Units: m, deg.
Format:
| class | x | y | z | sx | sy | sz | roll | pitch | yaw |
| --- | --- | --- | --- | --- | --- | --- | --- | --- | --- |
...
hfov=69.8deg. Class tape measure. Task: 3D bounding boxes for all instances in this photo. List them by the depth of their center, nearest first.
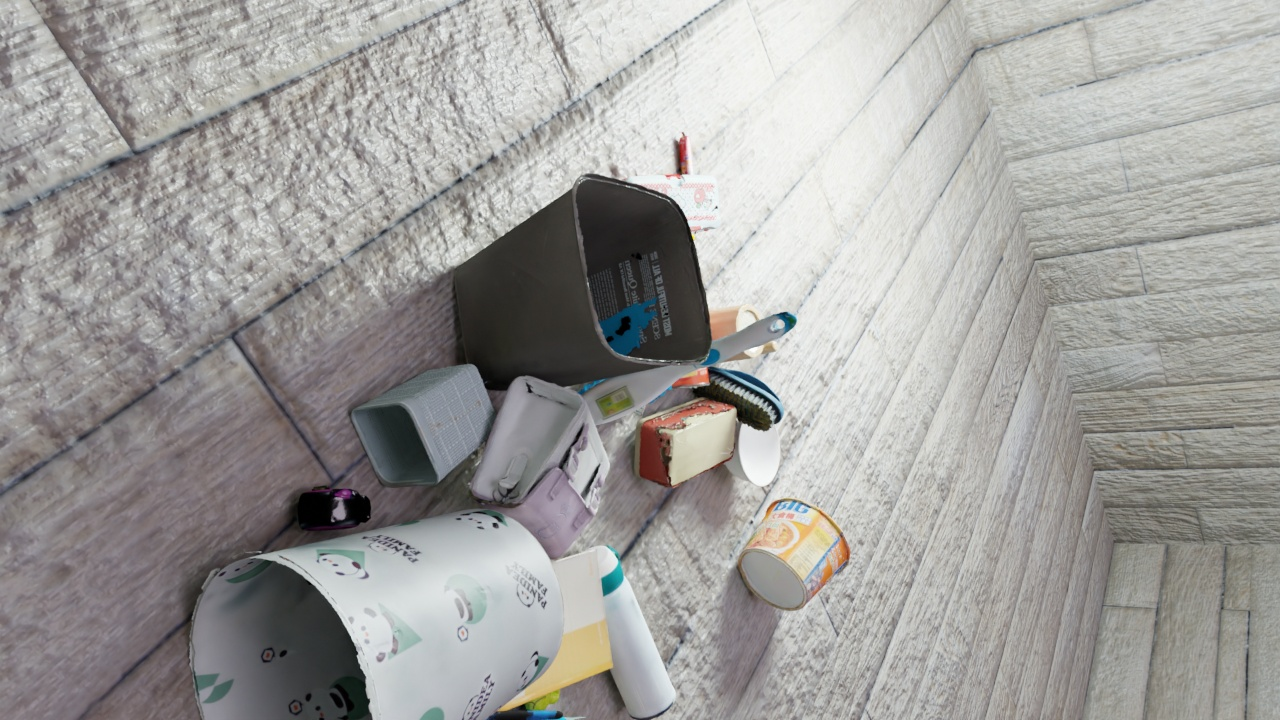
| class | x | y | z | sx | sy | sz | roll | pitch | yaw |
| --- | --- | --- | --- | --- | --- | --- | --- | --- | --- |
| tape measure | -0.287 | 0.137 | 0.851 | 0.057 | 0.057 | 0.039 | 20 | 63 | -64 |

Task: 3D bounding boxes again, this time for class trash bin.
| class | x | y | z | sx | sy | sz | roll | pitch | yaw |
| --- | --- | --- | --- | --- | --- | --- | --- | --- | --- |
| trash bin | -0.213 | 0.248 | 0.807 | 0.251 | 0.230 | 0.229 | -9 | 92 | -57 |
| trash bin | -0.070 | -0.065 | 1.008 | 0.198 | 0.220 | 0.199 | 3 | 73 | -50 |

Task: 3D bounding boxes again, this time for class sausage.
| class | x | y | z | sx | sy | sz | roll | pitch | yaw |
| --- | --- | --- | --- | --- | --- | --- | --- | --- | --- |
| sausage | 0.074 | -0.270 | 1.395 | 0.020 | 0.020 | 0.156 | -8 | 92 | -51 |

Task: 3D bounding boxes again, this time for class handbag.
| class | x | y | z | sx | sy | sz | roll | pitch | yaw |
| --- | --- | --- | --- | --- | --- | --- | --- | --- | --- |
| handbag | -0.102 | 0.125 | 1.000 | 0.144 | 0.098 | 0.197 | -63 | 161 | -21 |

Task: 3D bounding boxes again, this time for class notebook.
| class | x | y | z | sx | sy | sz | roll | pitch | yaw |
| --- | --- | --- | --- | --- | --- | --- | --- | --- | --- |
| notebook | -0.125 | 0.306 | 1.025 | 0.205 | 0.010 | 0.146 | -9 | 92 | -36 |

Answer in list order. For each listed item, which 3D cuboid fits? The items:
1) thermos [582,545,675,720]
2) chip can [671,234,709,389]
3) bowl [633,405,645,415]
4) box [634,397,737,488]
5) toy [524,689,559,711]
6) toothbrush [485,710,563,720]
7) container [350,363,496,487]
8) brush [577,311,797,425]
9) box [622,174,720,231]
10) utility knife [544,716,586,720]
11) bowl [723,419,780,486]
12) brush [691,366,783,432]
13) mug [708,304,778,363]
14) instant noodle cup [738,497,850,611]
| class | x | y | z | sx | sy | sz | roll | pitch | yaw |
| --- | --- | --- | --- | --- | --- | --- | --- | --- | --- |
| thermos | -0.022 | 0.337 | 1.145 | 0.073 | 0.073 | 0.224 | -39 | 114 | -47 |
| chip can | 0.051 | -0.068 | 1.295 | 0.073 | 0.073 | 0.216 | -5 | 89 | -51 |
| bowl | -0.007 | 0.007 | 1.198 | 0.066 | 0.117 | 0.116 | 21 | 59 | 1 |
| box | 0.072 | 0.111 | 1.271 | 0.168 | 0.077 | 0.091 | -17 | 114 | -50 |
| toy | -0.113 | 0.351 | 1.058 | 0.099 | 0.031 | 0.097 | -53 | 124 | -35 |
| toothbrush | -0.160 | 0.381 | 0.978 | 0.189 | 0.016 | 0.014 | 15 | 89 | -36 |
| container | -0.213 | 0.063 | 0.933 | 0.111 | 0.090 | 0.090 | -39 | 115 | -50 |
| brush | 0.043 | 0.009 | 1.068 | 0.060 | 0.315 | 0.109 | 64 | 19 | -3 |
| box | 0.045 | -0.222 | 1.314 | 0.200 | 0.048 | 0.087 | -13 | 95 | -45 |
| utility knife | -0.122 | 0.414 | 1.038 | 0.185 | 0.034 | 0.018 | 19 | 61 | -51 |
| bowl | 0.156 | 0.134 | 1.399 | 0.118 | 0.065 | 0.118 | 12 | 74 | -50 |
| brush | 0.148 | 0.049 | 1.350 | 0.073 | 0.144 | 0.055 | -40 | 146 | -40 |
| mug | 0.131 | -0.031 | 1.362 | 0.124 | 0.104 | 0.084 | 27 | 64 | -46 |
| instant noodle cup | 0.229 | 0.304 | 1.409 | 0.111 | 0.152 | 0.151 | -40 | 115 | -37 |
